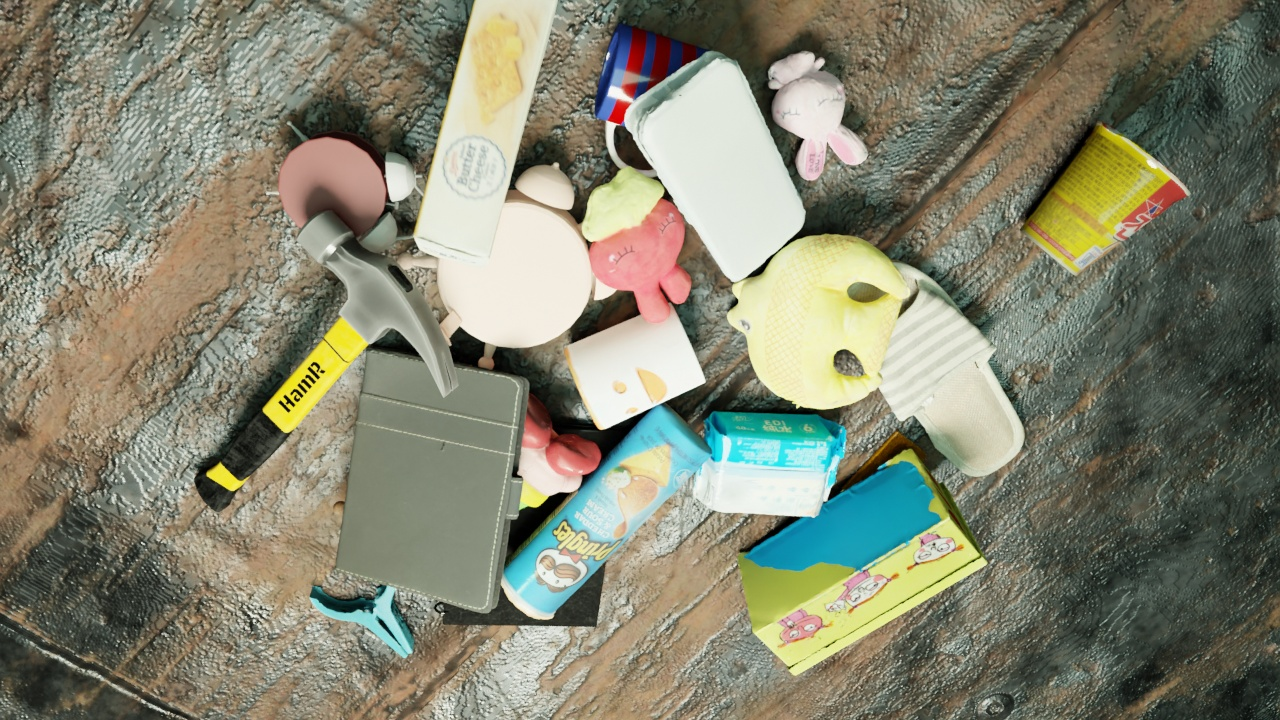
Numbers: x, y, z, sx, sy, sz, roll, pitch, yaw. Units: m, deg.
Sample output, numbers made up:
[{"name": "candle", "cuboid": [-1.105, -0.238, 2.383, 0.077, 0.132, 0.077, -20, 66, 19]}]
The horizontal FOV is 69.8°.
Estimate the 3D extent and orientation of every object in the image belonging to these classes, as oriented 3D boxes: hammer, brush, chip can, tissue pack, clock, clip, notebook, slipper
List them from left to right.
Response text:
[{"name": "hammer", "cuboid": [-0.291, 0.035, 0.787, 0.170, 0.034, 0.325, 46, 116, -4]}, {"name": "clock", "cuboid": [-0.239, -0.140, 0.755, 0.124, 0.044, 0.087, 20, 108, -15]}, {"name": "clip", "cuboid": [-0.265, 0.236, 0.921, 0.120, 0.033, 0.119, 23, 104, -16]}, {"name": "notebook", "cuboid": [-0.183, 0.103, 0.806, 0.170, 0.029, 0.209, 11, 97, 16]}, {"name": "clock", "cuboid": [-0.105, -0.076, 0.784, 0.160, 0.086, 0.131, -34, 113, 0]}, {"name": "notebook", "cuboid": [-0.114, 0.167, 0.916, 0.169, 0.019, 0.232, 4, 112, -11]}, {"name": "chip can", "cuboid": [-0.034, 0.142, 0.867, 0.080, 0.079, 0.230, 40, 100, -21]}, {"name": "tissue pack", "cuboid": [0.125, 0.100, 0.897, 0.144, 0.061, 0.093, 3, 114, -6]}, {"name": "brush", "cuboid": [0.239, 0.133, 0.950, 0.048, 0.017, 0.126, 35, 104, -20]}, {"name": "slipper", "cuboid": [0.289, 0.015, 0.892, 0.114, 0.054, 0.272, -42, 112, 5]}]

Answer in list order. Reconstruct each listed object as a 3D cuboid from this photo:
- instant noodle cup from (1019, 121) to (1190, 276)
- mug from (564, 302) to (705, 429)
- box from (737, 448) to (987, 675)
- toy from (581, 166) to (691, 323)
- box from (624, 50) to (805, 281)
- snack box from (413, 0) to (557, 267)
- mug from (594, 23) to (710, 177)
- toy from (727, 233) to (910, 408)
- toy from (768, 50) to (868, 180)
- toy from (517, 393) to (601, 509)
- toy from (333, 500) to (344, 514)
[{"name": "instant noodle cup", "cuboid": [0.409, -0.138, 0.824, 0.100, 0.100, 0.113, 30, 113, -18]}, {"name": "mug", "cuboid": [-0.005, 0.005, 0.827, 0.105, 0.082, 0.082, -24, 114, 2]}, {"name": "box", "cuboid": [0.211, 0.196, 0.901, 0.221, 0.124, 0.079, -35, 115, 13]}, {"name": "toy", "cuboid": [0.000, -0.094, 0.766, 0.091, 0.045, 0.135, -33, 119, -16]}, {"name": "box", "cuboid": [0.064, -0.155, 0.744, 0.118, 0.063, 0.213, -41, 138, 4]}, {"name": "snack box", "cuboid": [-0.116, -0.178, 0.689, 0.057, 0.104, 0.208, 15, 90, -11]}, {"name": "mug", "cuboid": [0.004, -0.206, 0.744, 0.076, 0.075, 0.112, 13, 112, -13]}, {"name": "toy", "cuboid": [0.155, -0.034, 0.834, 0.155, 0.064, 0.171, 13, 115, 8]}, {"name": "toy", "cuboid": [0.148, -0.207, 0.780, 0.064, 0.047, 0.110, -26, 117, 13]}, {"name": "toy", "cuboid": [-0.121, 0.101, 0.830, 0.124, 0.096, 0.132, 38, 120, -16]}, {"name": "toy", "cuboid": [-0.236, 0.135, 0.870, 0.101, 0.041, 0.055, -11, 156, -11]}]
